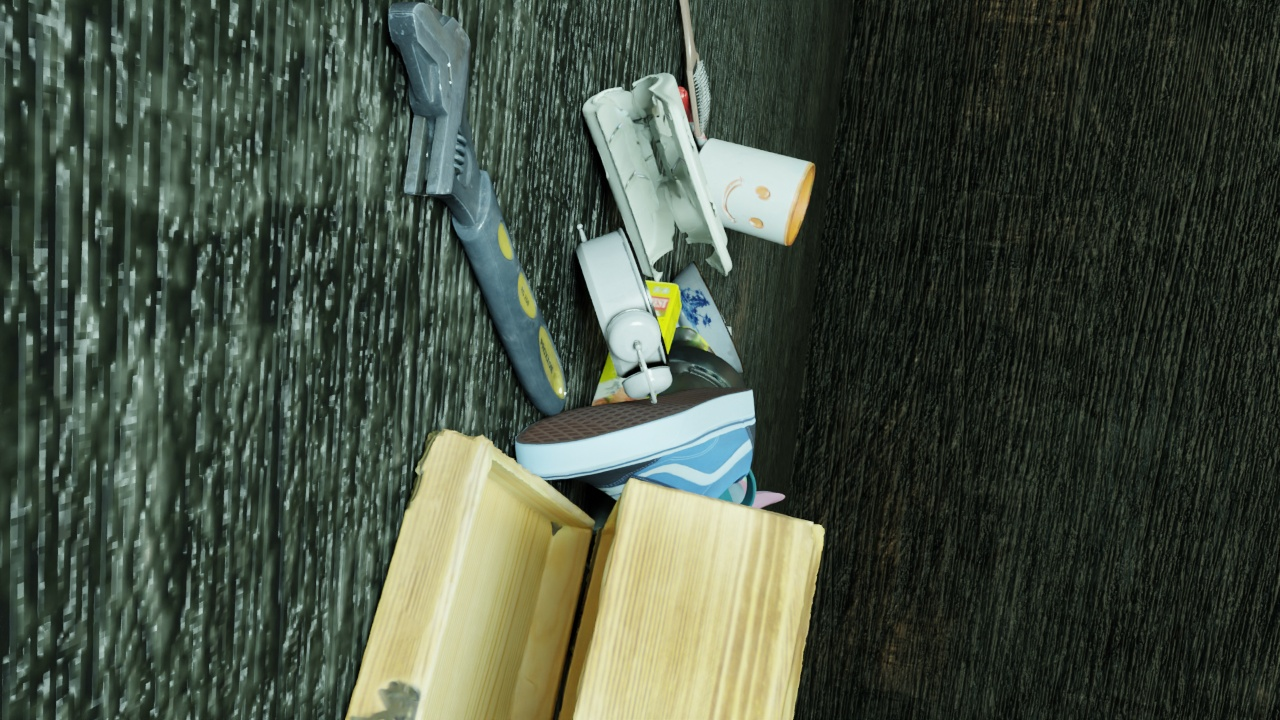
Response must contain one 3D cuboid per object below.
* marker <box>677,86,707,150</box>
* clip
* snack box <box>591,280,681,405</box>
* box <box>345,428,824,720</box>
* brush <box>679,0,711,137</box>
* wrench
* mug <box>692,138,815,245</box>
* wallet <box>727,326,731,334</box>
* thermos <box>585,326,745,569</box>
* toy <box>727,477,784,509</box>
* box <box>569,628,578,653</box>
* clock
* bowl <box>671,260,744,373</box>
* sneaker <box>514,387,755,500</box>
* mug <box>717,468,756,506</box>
[{"bbox_3d":[0.050,-0.221,0.854,0.142,0.013,0.012,26,72,-75],"label":"marker"},{"bbox_3d":[0.001,-0.127,0.614,0.152,0.101,0.126,-126,-167,-56],"label":"clip"},{"bbox_3d":[-0.004,0.004,0.709,0.029,0.040,0.147,77,25,-55],"label":"snack box"},{"bbox_3d":[-0.043,0.208,0.487,0.252,0.192,0.278,101,1,-74],"label":"box"},{"bbox_3d":[0.048,-0.262,0.785,0.049,0.015,0.136,-75,158,-52],"label":"brush"},{"bbox_3d":[-0.072,-0.052,0.450,0.274,0.022,0.073,76,19,-55],"label":"wrench"},{"bbox_3d":[0.108,-0.166,0.899,0.082,0.105,0.082,20,89,-76],"label":"mug"},{"bbox_3d":[0.089,0.004,1.080,0.118,0.037,0.115,76,26,-64],"label":"wallet"},{"bbox_3d":[0.022,0.077,0.756,0.098,0.098,0.220,83,25,-45],"label":"thermos"},{"bbox_3d":[0.086,0.233,1.068,0.171,0.120,0.221,85,24,-55],"label":"toy"},{"bbox_3d":[0.021,0.266,0.791,0.221,0.124,0.079,76,28,-53],"label":"box"},{"bbox_3d":[-0.009,-0.027,0.584,0.095,0.035,0.122,74,-1,-53],"label":"clock"},{"bbox_3d":[0.053,-0.032,0.860,0.114,0.045,0.114,-23,88,-88],"label":"bowl"},{"bbox_3d":[0.013,0.076,0.611,0.240,0.084,0.098,-6,95,-56],"label":"sneaker"},{"bbox_3d":[0.067,0.142,0.933,0.084,0.112,0.104,39,-29,54],"label":"mug"}]
